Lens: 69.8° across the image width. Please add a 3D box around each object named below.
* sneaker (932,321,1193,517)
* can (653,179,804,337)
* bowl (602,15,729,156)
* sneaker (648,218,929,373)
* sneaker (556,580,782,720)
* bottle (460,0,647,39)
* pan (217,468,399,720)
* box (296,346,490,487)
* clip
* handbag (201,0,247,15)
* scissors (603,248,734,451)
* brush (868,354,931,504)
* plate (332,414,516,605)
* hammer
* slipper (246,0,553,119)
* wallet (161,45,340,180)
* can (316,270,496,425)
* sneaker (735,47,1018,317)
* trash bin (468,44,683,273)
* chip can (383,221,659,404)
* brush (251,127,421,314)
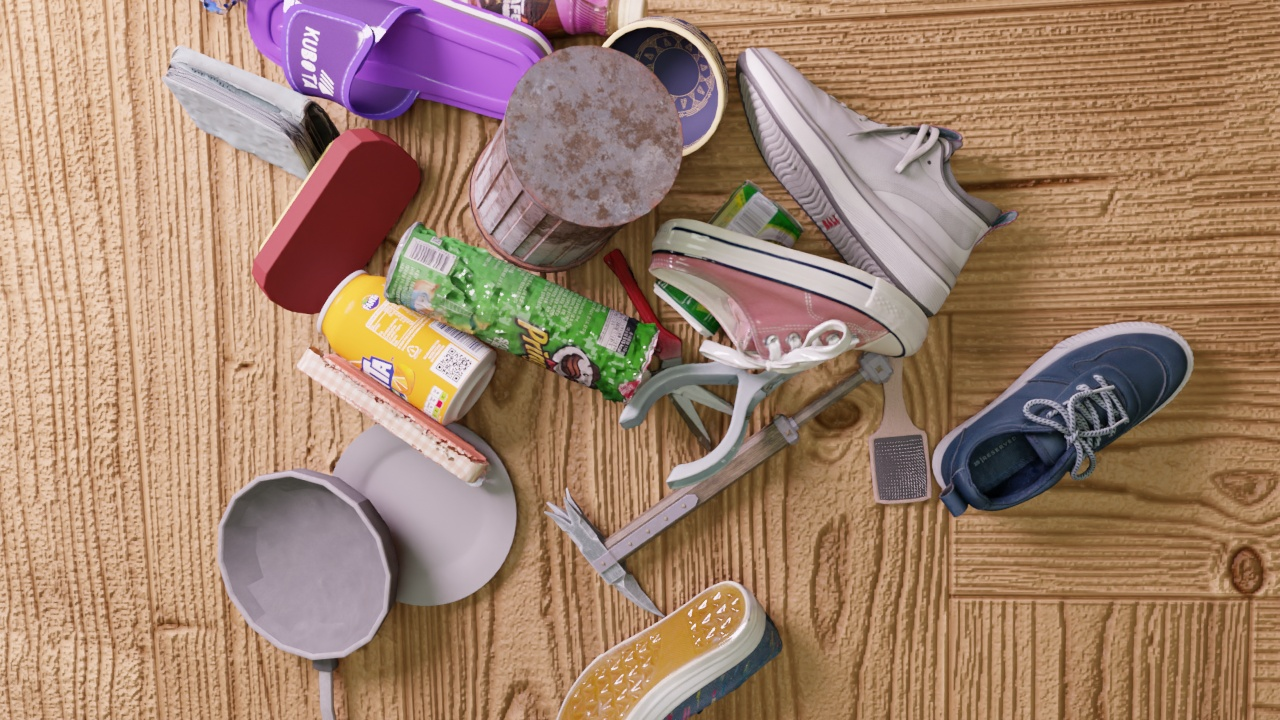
[{"bbox_3d":[0.343,0.049,0.743,0.236,0.087,0.089,-36,91,8],"label":"sneaker"},{"bbox_3d":[0.073,-0.084,0.770,0.067,0.067,0.121,41,97,1],"label":"can"},{"bbox_3d":[0.023,-0.231,0.759,0.112,0.061,0.113,12,128,16],"label":"bowl"},{"bbox_3d":[0.114,-0.032,0.709,0.241,0.118,0.087,17,82,-17],"label":"sneaker"},{"bbox_3d":[0.024,0.288,0.815,0.236,0.087,0.079,-41,125,11],"label":"sneaker"},{"bbox_3d":[-0.078,-0.297,0.770,0.166,0.059,0.059,8,96,5],"label":"bottle"},{"bbox_3d":[-0.292,0.267,0.850,0.179,0.041,0.357,1,102,16],"label":"pan"},{"bbox_3d":[-0.212,0.049,0.797,0.187,0.083,0.043,34,87,4],"label":"box"},{"bbox_3d":[0.048,0.014,0.784,0.171,0.029,0.141,-44,64,-11],"label":"clip"},{"bbox_3d":[-0.403,-0.364,0.730,0.200,0.199,0.093,33,101,5],"label":"handbag"},{"bbox_3d":[-0.002,-0.008,0.811,0.179,0.015,0.193,-4,95,5],"label":"scissors"},{"bbox_3d":[0.222,0.058,0.793,0.050,0.015,0.135,-6,94,7],"label":"brush"},{"bbox_3d":[-0.201,0.137,0.845,0.178,0.012,0.178,1,95,6],"label":"plate"},{"bbox_3d":[0.086,0.094,0.801,0.317,0.028,0.147,-36,100,9],"label":"hammer"},{"bbox_3d":[-0.209,-0.245,0.754,0.266,0.083,0.107,14,141,1],"label":"slipper"},{"bbox_3d":[-0.332,-0.210,0.788,0.131,0.100,0.054,22,71,1],"label":"wallet"},{"bbox_3d":[-0.201,-0.012,0.798,0.142,0.079,0.079,34,97,2],"label":"can"},{"bbox_3d":[0.187,-0.167,0.745,0.128,0.097,0.263,-40,89,-4],"label":"sneaker"},{"bbox_3d":[-0.058,-0.143,0.706,0.130,0.211,0.131,1,88,-16],"label":"trash bin"},{"bbox_3d":[-0.099,-0.039,0.759,0.223,0.075,0.075,23,97,-4],"label":"chip can"},{"bbox_3d":[-0.267,-0.123,0.798,0.042,0.082,0.173,42,99,32],"label":"brush"}]
